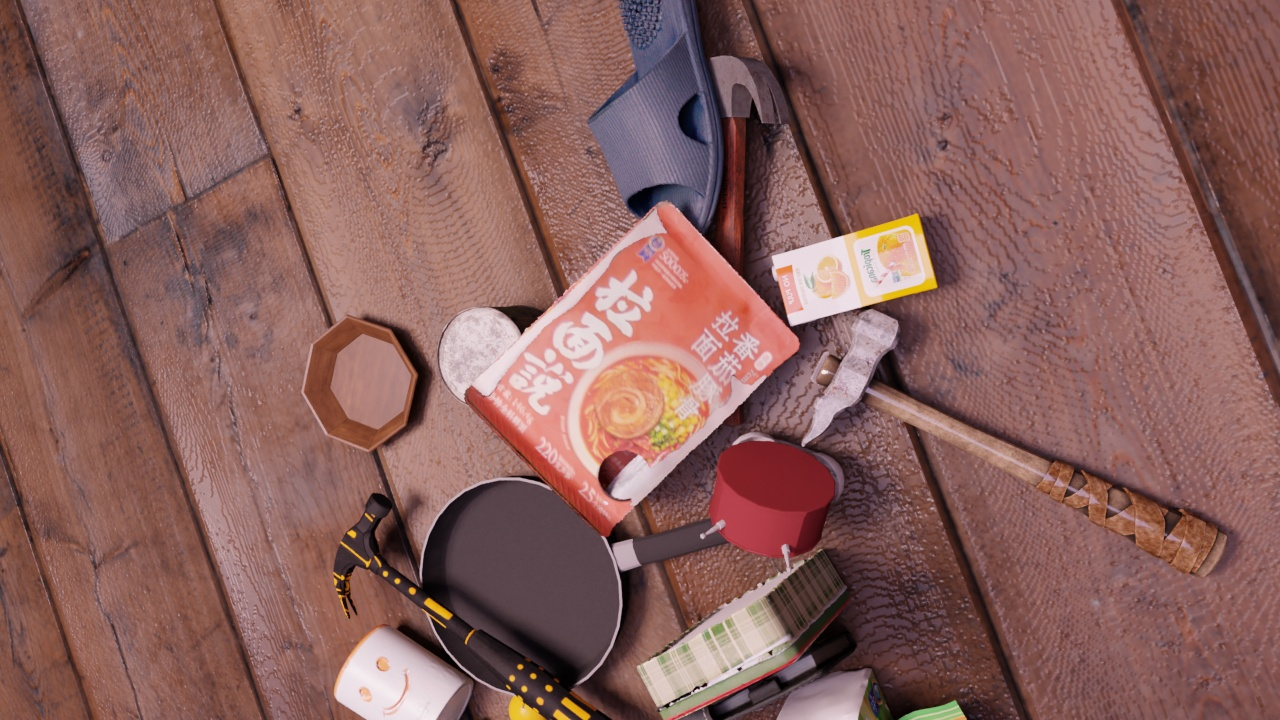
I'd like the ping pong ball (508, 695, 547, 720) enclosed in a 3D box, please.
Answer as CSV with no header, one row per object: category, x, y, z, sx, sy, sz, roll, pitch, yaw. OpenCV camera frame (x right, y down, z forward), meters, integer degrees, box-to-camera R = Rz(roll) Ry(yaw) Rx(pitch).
ping pong ball,-0.103,0.327,0.862,0.040,0.040,0.040,2,95,19

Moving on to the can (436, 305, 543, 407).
can,-0.125,-0.004,0.824,0.090,0.074,0.090,2,94,21

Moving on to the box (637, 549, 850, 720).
box,0.086,0.205,0.699,0.118,0.205,0.050,-35,75,17

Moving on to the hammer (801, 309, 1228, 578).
hammer,0.281,0.075,0.703,0.319,0.049,0.121,27,97,12

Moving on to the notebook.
notebook,0.065,0.273,0.724,0.209,0.169,0.029,-34,70,13

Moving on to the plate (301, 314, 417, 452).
plate,-0.271,0.022,0.903,0.131,0.025,0.131,2,95,19

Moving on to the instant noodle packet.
instant noodle packet,-0.004,0.004,0.736,0.221,0.084,0.164,-43,96,6

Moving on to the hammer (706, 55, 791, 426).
hammer,0.074,-0.094,0.754,0.111,0.028,0.301,16,110,56

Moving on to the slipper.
slipper,0.002,-0.216,0.739,0.101,0.082,0.263,-9,87,57

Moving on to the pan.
pan,-0.040,0.182,0.825,0.356,0.044,0.204,-20,88,20

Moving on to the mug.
mug,-0.226,0.316,0.883,0.105,0.082,0.082,27,102,14

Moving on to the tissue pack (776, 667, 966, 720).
tissue pack,0.207,0.347,0.720,0.142,0.120,0.197,-22,93,21

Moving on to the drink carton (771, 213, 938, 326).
drink carton,0.168,-0.070,0.733,0.123,0.040,0.058,-15,89,20

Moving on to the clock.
clock,0.106,0.102,0.722,0.096,0.137,0.048,18,120,17

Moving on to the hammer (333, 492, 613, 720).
hammer,-0.155,0.255,0.836,0.321,0.036,0.123,32,106,17
